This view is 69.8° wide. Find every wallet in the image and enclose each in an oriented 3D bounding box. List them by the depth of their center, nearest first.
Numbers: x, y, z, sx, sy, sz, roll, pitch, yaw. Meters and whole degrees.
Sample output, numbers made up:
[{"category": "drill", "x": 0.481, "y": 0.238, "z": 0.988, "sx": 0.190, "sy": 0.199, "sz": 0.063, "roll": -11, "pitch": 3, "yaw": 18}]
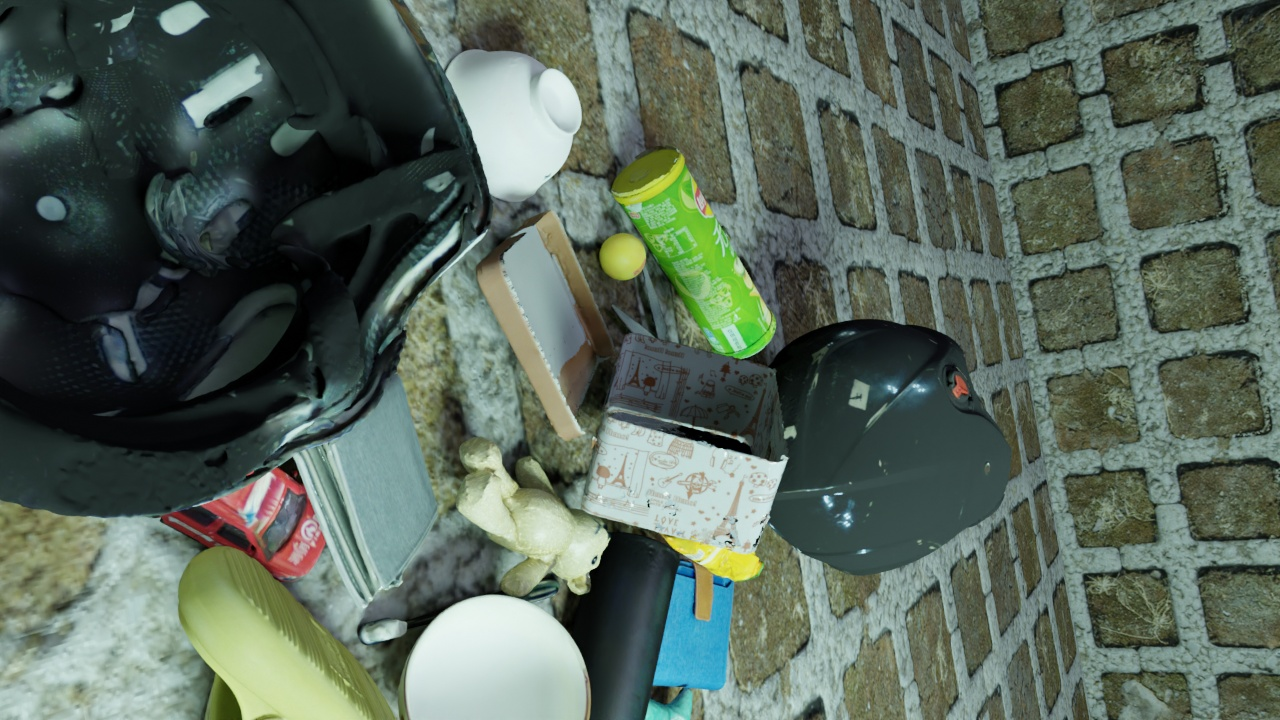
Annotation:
[{"category": "wallet", "x": -0.150, "y": 0.068, "z": 0.506, "sx": 0.129, "sy": 0.037, "sz": 0.106, "roll": -88, "pitch": 163, "yaw": -81}, {"category": "wallet", "x": 0.037, "y": 0.225, "z": 0.785, "sx": 0.133, "sy": 0.040, "sz": 0.106, "roll": 30, "pitch": 61, "yaw": -50}]

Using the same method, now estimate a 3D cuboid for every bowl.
[{"category": "bowl", "x": -0.093, "y": 0.205, "z": 0.548, "sx": 0.113, "sy": 0.062, "sz": 0.113, "roll": 18, "pitch": 49, "yaw": -22}, {"category": "bowl", "x": -0.085, "y": -0.185, "z": 0.689, "sx": 0.118, "sy": 0.065, "sz": 0.118, "roll": 23, "pitch": 62, "yaw": -52}]

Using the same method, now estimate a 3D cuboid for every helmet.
[{"category": "helmet", "x": -0.207, "y": -0.071, "z": 0.385, "sx": 0.230, "sy": 0.157, "sz": 0.273, "roll": 55, "pitch": 51, "yaw": -34}, {"category": "helmet", "x": 0.215, "y": 0.072, "z": 0.920, "sx": 0.230, "sy": 0.234, "sz": 0.274, "roll": 24, "pitch": 66, "yaw": -35}]

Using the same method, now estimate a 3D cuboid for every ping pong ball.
[{"category": "ping pong ball", "x": -0.015, "y": -0.089, "z": 0.788, "sx": 0.040, "sy": 0.040, "sz": 0.040, "roll": 22, "pitch": 63, "yaw": -53}]

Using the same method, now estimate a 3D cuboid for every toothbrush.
[{"category": "toothbrush", "x": -0.108, "y": 0.161, "z": 0.600, "sx": 0.180, "sy": 0.018, "sz": 0.015, "roll": 5, "pitch": 69, "yaw": -58}]

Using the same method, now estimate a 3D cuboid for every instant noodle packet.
[{"category": "instant noodle packet", "x": 0.032, "y": 0.120, "z": 0.734, "sx": 0.044, "sy": 0.128, "sz": 0.110, "roll": -51, "pitch": 136, "yaw": 3}]

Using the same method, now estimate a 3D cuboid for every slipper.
[{"category": "slipper", "x": -0.177, "y": 0.171, "z": 0.445, "sx": 0.081, "sy": 0.091, "sz": 0.191, "roll": -32, "pitch": 125, "yaw": -14}]

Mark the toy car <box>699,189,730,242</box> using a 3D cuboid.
[{"category": "toy car", "x": 0.055, "y": -0.139, "z": 0.908, "sx": 0.090, "sy": 0.042, "sz": 0.035, "roll": 53, "pitch": 19, "yaw": -26}]

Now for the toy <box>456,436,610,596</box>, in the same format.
[{"category": "toy", "x": -0.074, "y": 0.104, "z": 0.620, "sx": 0.157, "sy": 0.066, "sz": 0.105, "roll": 50, "pitch": 25, "yaw": -48}]

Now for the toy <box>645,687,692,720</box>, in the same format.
[{"category": "toy", "x": 0.003, "y": 0.293, "z": 0.720, "sx": 0.092, "sy": 0.030, "sz": 0.096, "roll": 42, "pitch": 55, "yaw": -37}]

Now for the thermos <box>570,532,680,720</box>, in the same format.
[{"category": "thermos", "x": -0.036, "y": 0.239, "z": 0.643, "sx": 0.090, "sy": 0.069, "sz": 0.241, "roll": 33, "pitch": 52, "yaw": -23}]

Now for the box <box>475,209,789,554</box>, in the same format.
[{"category": "box", "x": -0.011, "y": 0.015, "z": 0.673, "sx": 0.272, "sy": 0.130, "sz": 0.178, "roll": 40, "pitch": 19, "yaw": -9}]

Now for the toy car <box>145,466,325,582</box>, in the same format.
[{"category": "toy car", "x": -0.203, "y": 0.068, "z": 0.455, "sx": 0.120, "sy": 0.045, "sz": 0.052, "roll": 49, "pitch": 45, "yaw": -41}]

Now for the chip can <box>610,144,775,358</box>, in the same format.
[{"category": "chip can", "x": 0.056, "y": -0.094, "z": 0.870, "sx": 0.221, "sy": 0.073, "sz": 0.072, "roll": 55, "pitch": 40, "yaw": -33}]

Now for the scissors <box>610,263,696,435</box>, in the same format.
[{"category": "scissors", "x": 0.040, "y": 0.023, "z": 0.859, "sx": 0.220, "sy": 0.022, "sz": 0.224, "roll": 19, "pitch": 66, "yaw": -54}]
